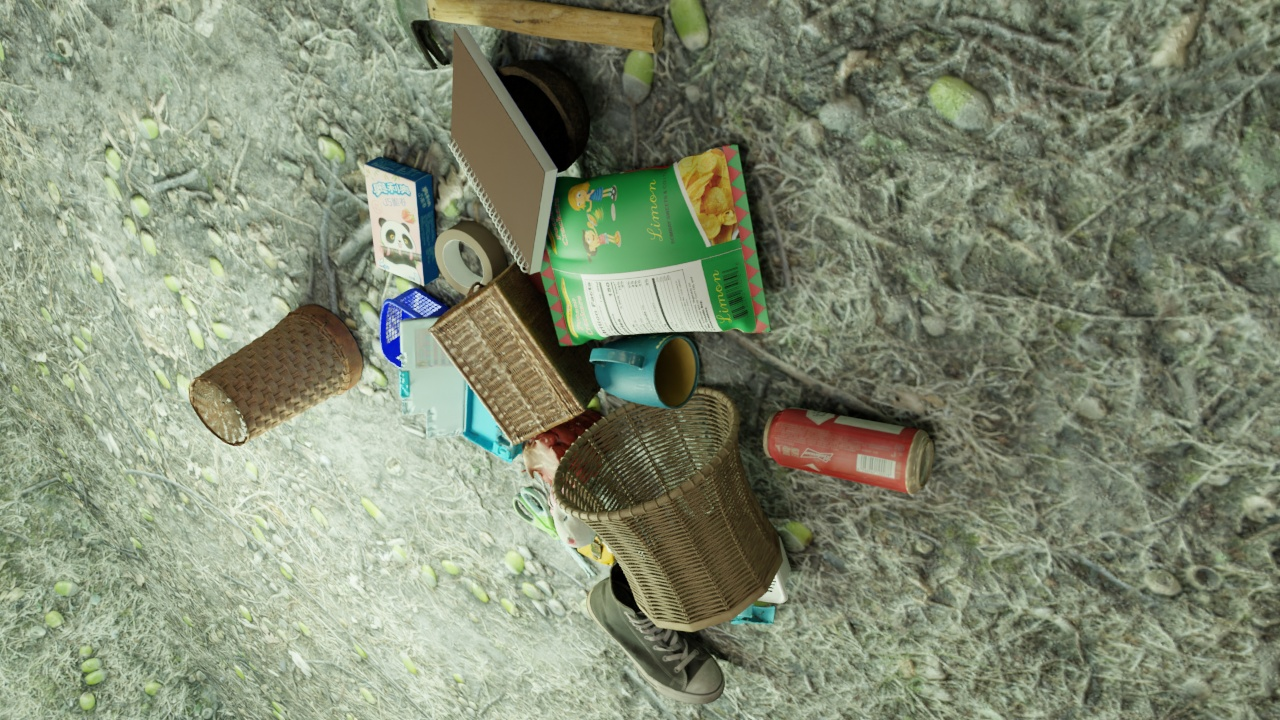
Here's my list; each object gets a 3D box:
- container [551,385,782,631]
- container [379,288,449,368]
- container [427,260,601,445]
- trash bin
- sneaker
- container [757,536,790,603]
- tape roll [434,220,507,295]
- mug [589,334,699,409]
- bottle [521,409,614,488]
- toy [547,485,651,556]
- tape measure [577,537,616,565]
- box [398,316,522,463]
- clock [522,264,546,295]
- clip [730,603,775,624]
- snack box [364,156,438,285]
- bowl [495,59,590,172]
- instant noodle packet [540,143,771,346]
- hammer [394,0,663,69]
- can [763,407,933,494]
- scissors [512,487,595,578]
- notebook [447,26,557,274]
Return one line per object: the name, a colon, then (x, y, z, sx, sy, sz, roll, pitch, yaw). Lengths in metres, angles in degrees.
container: (0.043, 0.173, 1.060, 0.227, 0.226, 0.196, -5, 122, 39)
container: (-0.308, -0.039, 1.277, 0.096, 0.058, 0.114, 31, 133, 16)
container: (-0.146, -0.010, 1.112, 0.113, 0.113, 0.198, -28, 103, 21)
trash bin: (-0.551, 0.026, 1.394, 0.151, 0.209, 0.151, 19, 129, 25)
sneaker: (0.031, 0.379, 1.286, 0.235, 0.095, 0.120, 44, 145, 15)
container: (0.129, 0.255, 1.162, 0.129, 0.049, 0.081, -3, 117, 38)
tape roll: (-0.216, -0.129, 1.168, 0.094, 0.030, 0.094, 19, 129, 25)
mug: (-0.006, 0.006, 1.056, 0.104, 0.112, 0.084, 5, 79, 43)
bottle: (-0.095, 0.122, 1.188, 0.099, 0.110, 0.099, 16, 120, 29)
toy: (-0.057, 0.228, 1.245, 0.205, 0.105, 0.131, 34, 137, 15)
tape measure: (-0.058, 0.264, 1.320, 0.068, 0.030, 0.059, 23, 132, 21)
box: (-0.237, 0.031, 1.263, 0.181, 0.073, 0.228, 12, 129, 0)
clock: (-0.088, -0.121, 1.069, 0.125, 0.044, 0.087, -24, 103, 43)
clip: (0.114, 0.321, 1.181, 0.113, 0.028, 0.127, 18, 159, -30)
snack box: (-0.311, -0.181, 1.201, 0.088, 0.033, 0.154, 22, 129, 22)
bowl: (-0.096, -0.265, 0.965, 0.121, 0.056, 0.121, 32, 149, 23)
instant noodle packet: (0.001, -0.113, 0.972, 0.253, 0.090, 0.196, -3, 112, 26)
hammer: (-0.125, -0.354, 0.949, 0.331, 0.033, 0.132, 18, 126, 26)
can: (0.219, 0.093, 0.973, 0.170, 0.067, 0.067, 9, 124, 32)
scissors: (-0.128, 0.264, 1.386, 0.175, 0.033, 0.072, 53, 131, 0)
notebook: (-0.152, -0.217, 0.980, 0.209, 0.022, 0.172, 58, 154, 22)
